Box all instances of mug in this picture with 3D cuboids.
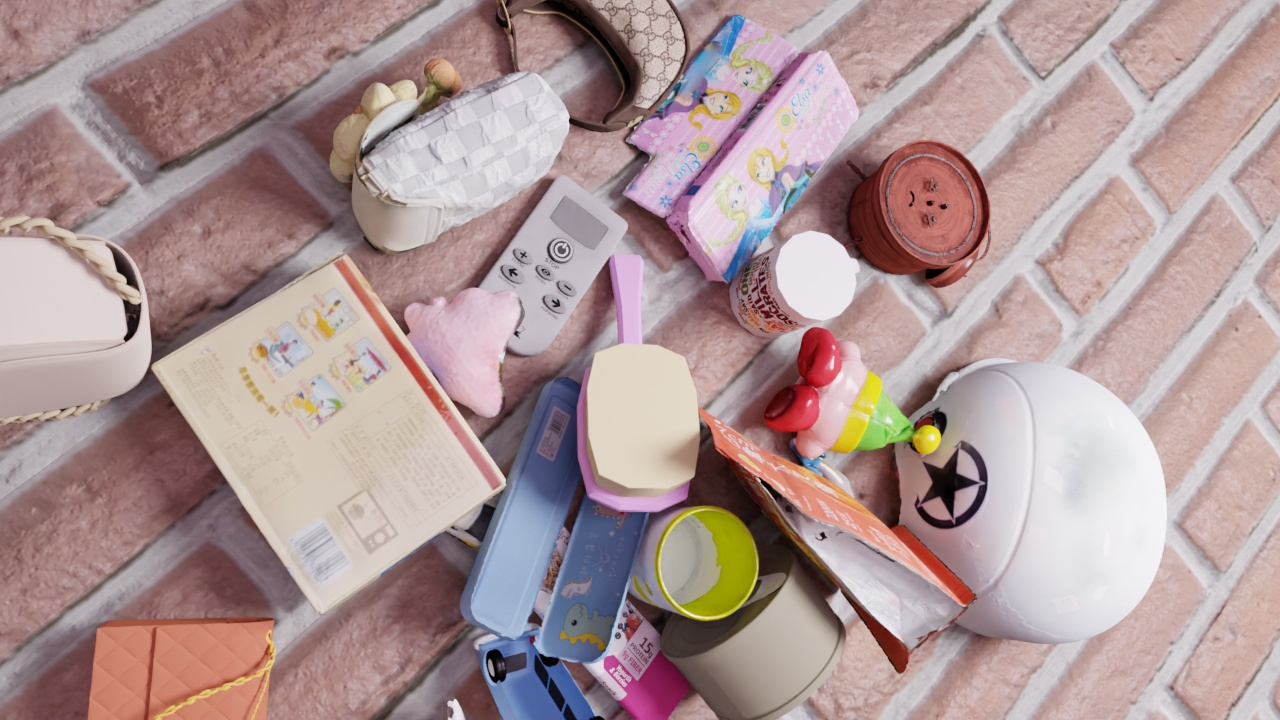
[{"bbox_3d":[0.142,-0.067,0.798,0.105,0.090,0.073,-18,88,-21],"label":"mug"},{"bbox_3d":[0.033,0.155,0.717,0.082,0.106,0.082,3,81,-19],"label":"mug"}]

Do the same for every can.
[{"bbox_3d":[0.088,0.214,0.717,0.127,0.128,0.073,-40,98,-20],"label":"can"}]

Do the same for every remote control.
[{"bbox_3d":[-0.077,-0.077,0.760,0.074,0.019,0.150,36,72,-11],"label":"remote control"}]

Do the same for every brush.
[{"bbox_3d":[-0.004,0.004,0.722,0.089,0.043,0.228,2,62,-10],"label":"brush"}]

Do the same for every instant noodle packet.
[{"bbox_3d":[0.132,0.116,0.721,0.221,0.164,0.084,42,95,-10],"label":"instant noodle packet"}]

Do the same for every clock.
[{"bbox_3d":[0.269,-0.134,0.863,0.157,0.072,0.120,11,78,-17],"label":"clock"}]

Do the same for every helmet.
[{"bbox_3d":[0.362,0.117,0.811,0.236,0.164,0.263,23,74,-16],"label":"helmet"}]

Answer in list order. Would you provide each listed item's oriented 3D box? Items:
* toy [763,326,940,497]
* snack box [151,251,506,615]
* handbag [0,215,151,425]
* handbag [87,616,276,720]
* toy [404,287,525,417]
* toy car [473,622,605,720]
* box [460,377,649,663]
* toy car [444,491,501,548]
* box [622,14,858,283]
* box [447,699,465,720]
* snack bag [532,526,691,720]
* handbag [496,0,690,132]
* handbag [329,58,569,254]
[{"bbox_3d":[0.182,0.051,0.797,0.131,0.097,0.124,28,85,-27],"label":"toy"},{"bbox_3d":[-0.217,0.050,0.654,0.153,0.055,0.207,-35,85,-17],"label":"snack box"},{"bbox_3d":[-0.404,-0.017,0.533,0.208,0.211,0.103,-11,85,-28],"label":"handbag"},{"bbox_3d":[-0.306,0.262,0.609,0.108,0.060,0.171,5,80,-23],"label":"handbag"},{"bbox_3d":[-0.140,-0.011,0.709,0.093,0.050,0.102,14,102,7],"label":"toy"},{"bbox_3d":[-0.069,0.253,0.657,0.056,0.153,0.055,-8,122,-29],"label":"toy car"},{"bbox_3d":[-0.052,0.119,0.703,0.120,0.049,0.209,20,61,-2],"label":"box"},{"bbox_3d":[-0.148,0.106,0.701,0.105,0.033,0.048,30,75,-12],"label":"toy car"},{"bbox_3d":[0.089,-0.199,0.816,0.159,0.066,0.230,41,71,-9],"label":"box"},{"bbox_3d":[-0.092,0.316,0.653,0.136,0.083,0.144,14,104,-16],"label":"box"},{"bbox_3d":[-0.034,0.205,0.727,0.196,0.016,0.070,50,54,-7],"label":"snack bag"},{"bbox_3d":[-0.045,-0.275,0.783,0.138,0.063,0.166,-42,95,-11],"label":"handbag"},{"bbox_3d":[-0.147,-0.167,0.703,0.171,0.113,0.123,-32,86,-21],"label":"handbag"}]
